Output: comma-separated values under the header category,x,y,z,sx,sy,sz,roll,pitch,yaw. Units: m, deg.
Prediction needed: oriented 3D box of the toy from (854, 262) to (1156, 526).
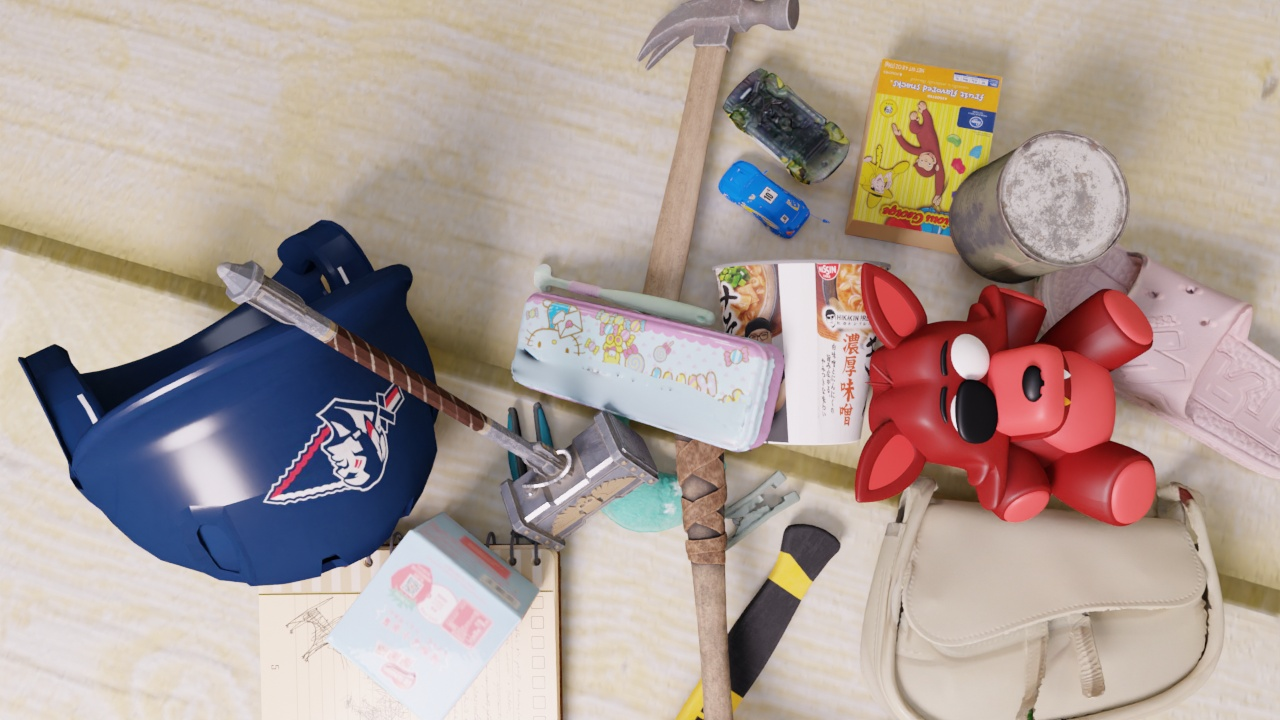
category,x,y,z,sx,sy,sz,roll,pitch,yaw
toy,0.231,0.023,0.595,0.197,0.121,0.158,8,80,-19

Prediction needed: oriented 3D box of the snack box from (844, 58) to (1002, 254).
category,x,y,z,sx,sy,sz,roll,pitch,yaw
snack box,0.212,-0.153,0.692,0.088,0.040,0.125,11,84,6

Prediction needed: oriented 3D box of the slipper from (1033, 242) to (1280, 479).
category,x,y,z,sx,sy,sz,roll,pitch,yaw
slipper,0.389,-0.003,0.648,0.239,0.064,0.094,37,87,7

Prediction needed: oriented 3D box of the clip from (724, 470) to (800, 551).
category,x,y,z,sx,sy,sz,roll,pitch,yaw
clip,0.080,0.112,0.678,0.076,0.023,0.044,-35,80,-3

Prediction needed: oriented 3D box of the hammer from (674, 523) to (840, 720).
category,x,y,z,sx,sy,sz,roll,pitch,yaw
hammer,0.047,0.259,0.652,0.170,0.034,0.324,34,83,-1

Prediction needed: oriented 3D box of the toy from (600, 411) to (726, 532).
category,x,y,z,sx,sy,sz,roll,pitch,yaw
toy,0.002,0.084,0.684,0.105,0.033,0.085,35,76,9

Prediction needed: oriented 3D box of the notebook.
category,x,y,z,sx,sy,sz,roll,pitch,yaw
notebook,-0.171,0.210,0.674,0.225,0.024,0.167,-1,90,4

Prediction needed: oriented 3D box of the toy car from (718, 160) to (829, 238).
category,x,y,z,sx,sy,sz,roll,pitch,yaw
toy car,0.101,-0.123,0.686,0.092,0.062,0.033,38,86,8

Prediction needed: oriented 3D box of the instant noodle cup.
category,x,y,z,sx,sy,sz,roll,pitch,yaw
instant noodle cup,0.112,-0.006,0.649,0.123,0.123,0.122,0,92,4

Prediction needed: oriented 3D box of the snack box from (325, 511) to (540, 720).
category,x,y,z,sx,sy,sz,roll,pitch,yaw
snack box,-0.136,0.171,0.618,0.093,0.079,0.095,38,91,3

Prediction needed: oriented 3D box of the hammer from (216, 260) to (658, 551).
category,x,y,z,sx,sy,sz,roll,pitch,yaw
hammer,-0.110,0.027,0.541,0.098,0.322,0.044,-36,50,12

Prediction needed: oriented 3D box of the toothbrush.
category,x,y,z,sx,sy,sz,roll,pitch,yaw
toothbrush,-0.015,-0.047,0.683,0.155,0.015,0.022,16,113,27

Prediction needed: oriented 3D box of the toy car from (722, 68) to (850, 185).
category,x,y,z,sx,sy,sz,roll,pitch,yaw
toy car,0.112,-0.177,0.705,0.048,0.033,0.105,-45,72,2

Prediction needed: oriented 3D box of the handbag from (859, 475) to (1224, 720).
category,x,y,z,sx,sy,sz,roll,pitch,yaw
handbag,0.270,0.164,0.609,0.229,0.132,0.184,3,75,3

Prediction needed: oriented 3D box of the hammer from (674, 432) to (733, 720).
category,x,y,z,sx,sy,sz,roll,pitch,yaw
hammer,0.050,0.168,0.630,0.121,0.049,0.318,-2,78,-5

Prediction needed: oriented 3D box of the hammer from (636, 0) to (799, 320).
category,x,y,z,sx,sy,sz,roll,pitch,yaw
hammer,0.033,-0.121,0.697,0.119,0.030,0.331,9,87,28

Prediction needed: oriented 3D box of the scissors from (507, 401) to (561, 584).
category,x,y,z,sx,sy,sz,roll,pitch,yaw
scissors,-0.071,0.104,0.692,0.136,0.019,0.138,41,87,9

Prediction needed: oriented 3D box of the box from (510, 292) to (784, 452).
category,x,y,z,sx,sy,sz,roll,pitch,yaw
box,-0.004,0.004,0.641,0.214,0.033,0.076,14,93,35

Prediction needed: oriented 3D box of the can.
category,x,y,z,sx,sy,sz,roll,pitch,yaw
can,0.269,-0.102,0.627,0.090,0.074,0.090,0,86,-6

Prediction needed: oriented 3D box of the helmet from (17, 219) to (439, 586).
category,x,y,z,sx,sy,sz,roll,pitch,yaw
helmet,-0.236,0.032,0.592,0.231,0.273,0.223,-35,86,-33
